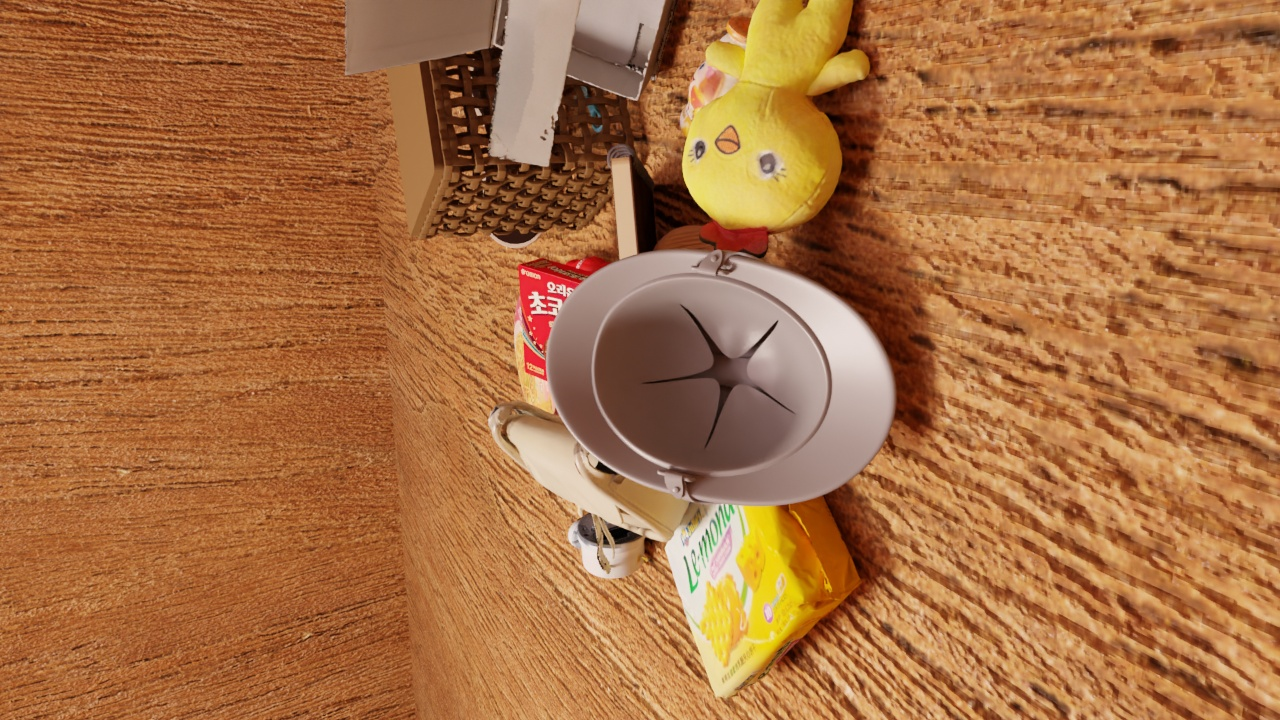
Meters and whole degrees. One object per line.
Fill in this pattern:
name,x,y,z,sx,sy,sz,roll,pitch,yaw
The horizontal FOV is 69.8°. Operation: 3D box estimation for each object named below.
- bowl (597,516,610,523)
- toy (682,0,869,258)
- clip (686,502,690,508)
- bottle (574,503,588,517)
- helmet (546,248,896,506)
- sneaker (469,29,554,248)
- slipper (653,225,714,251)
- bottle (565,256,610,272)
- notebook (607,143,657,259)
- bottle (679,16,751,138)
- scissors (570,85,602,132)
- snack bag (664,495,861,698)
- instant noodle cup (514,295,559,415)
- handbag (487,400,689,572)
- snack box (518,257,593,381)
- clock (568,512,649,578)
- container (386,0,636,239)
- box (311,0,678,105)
bowl,-0.026,0.119,1.077,0.137,0.057,0.137,173,90,-67
toy,0.099,-0.178,0.679,0.134,0.092,0.208,25,112,39
clip,0.043,0.141,0.982,0.051,0.013,0.032,-168,75,-68
bottle,-0.082,0.165,1.237,0.109,0.044,0.044,-125,36,-46
helmet,0.068,0.011,0.712,0.271,0.117,0.183,11,95,24
sneaker,-0.168,-0.302,1.266,0.116,0.111,0.294,-127,32,-84
slipper,0.055,-0.022,0.838,0.081,0.093,0.197,150,115,-86
bottle,-0.061,-0.109,1.124,0.119,0.036,0.036,-174,78,-66
notebook,-0.001,-0.106,0.874,0.225,0.024,0.167,-39,-56,-83
bottle,0.073,-0.225,0.754,0.109,0.063,0.063,109,146,-45
scissors,-0.060,-0.323,1.102,0.135,0.015,0.129,135,125,-68
snack bag,0.100,0.176,0.790,0.248,0.068,0.159,114,146,-50
instant noodle cup,-0.102,-0.009,1.196,0.179,0.077,0.178,172,90,-67
handbag,-0.046,0.118,0.856,0.229,0.184,0.131,5,68,56
snack box,-0.069,-0.032,1.022,0.152,0.035,0.133,20,121,39
clock,-0.039,0.211,1.104,0.117,0.083,0.057,-141,43,-57
container,-0.160,-0.295,1.050,0.220,0.213,0.251,152,110,-67
box,-0.121,-0.328,0.822,0.165,0.329,0.168,52,144,28
